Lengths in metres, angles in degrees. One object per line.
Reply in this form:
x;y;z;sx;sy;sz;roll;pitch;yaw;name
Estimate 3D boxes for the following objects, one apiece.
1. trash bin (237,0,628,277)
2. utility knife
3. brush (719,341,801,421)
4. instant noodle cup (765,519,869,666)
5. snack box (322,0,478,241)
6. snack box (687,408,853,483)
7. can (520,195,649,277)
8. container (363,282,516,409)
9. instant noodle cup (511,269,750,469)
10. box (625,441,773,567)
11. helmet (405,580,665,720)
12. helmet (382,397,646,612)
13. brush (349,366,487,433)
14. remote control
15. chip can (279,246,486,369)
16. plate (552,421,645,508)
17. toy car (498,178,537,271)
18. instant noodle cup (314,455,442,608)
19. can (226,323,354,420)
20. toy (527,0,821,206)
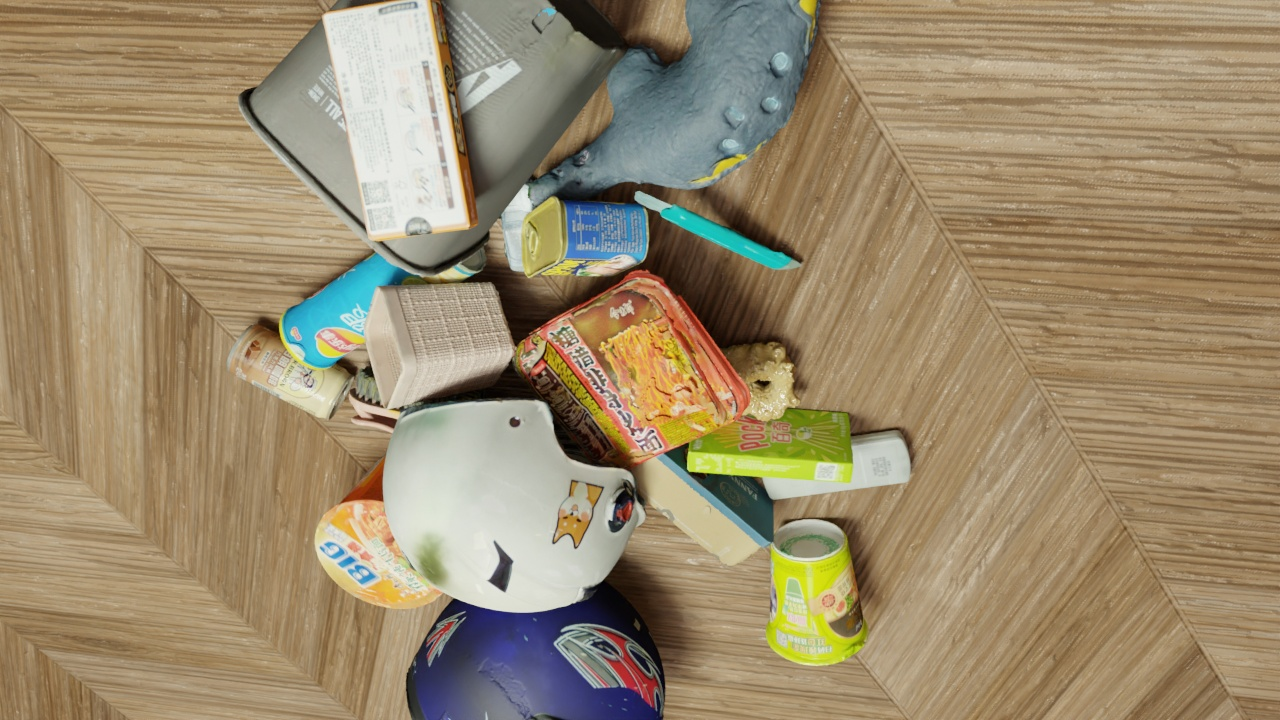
-0.145;-0.216;0.711;0.199;0.198;0.220;45;112;-7;trash bin
0.069;-0.113;0.805;0.181;0.013;0.029;19;157;-31;utility knife
0.036;0.000;0.903;0.255;0.045;0.083;13;125;6;brush
0.184;0.241;0.983;0.112;0.111;0.123;-5;112;12;instant noodle cup
-0.161;-0.162;0.623;0.075;0.026;0.154;-6;103;8;snack box
0.127;0.080;0.903;0.156;0.085;0.026;4;122;8;snack box
-0.049;-0.105;0.802;0.083;0.102;0.057;-1;85;-25;can
-0.184;-0.017;0.844;0.110;0.089;0.090;-8;156;-30;container
-0.005;0.005;0.847;0.189;0.078;0.164;-26;109;32;instant noodle cup
0.064;0.134;0.945;0.184;0.089;0.061;38;118;-16;box
-0.089;0.368;1.024;0.240;0.247;0.315;-34;119;1;helmet
-0.129;0.157;0.870;0.231;0.156;0.274;-6;140;35;helmet
-0.234;0.050;0.957;0.146;0.063;0.073;10;111;4;brush
0.200;0.107;0.944;0.150;0.021;0.058;-10;118;15;remote control
-0.251;-0.067;0.886;0.211;0.071;0.071;-28;112;23;chip can
-0.081;0.135;1.004;0.179;0.024;0.180;4;121;6;plate
-0.111;-0.125;0.852;0.043;0.034;0.091;2;119;11;toy car
-0.263;0.179;1.010;0.151;0.111;0.152;4;121;7;instant noodle cup
-0.365;0.012;0.959;0.116;0.058;0.059;28;121;-8;can
0.047;-0.218;0.735;0.138;0.091;0.357;46;120;-6;toy
